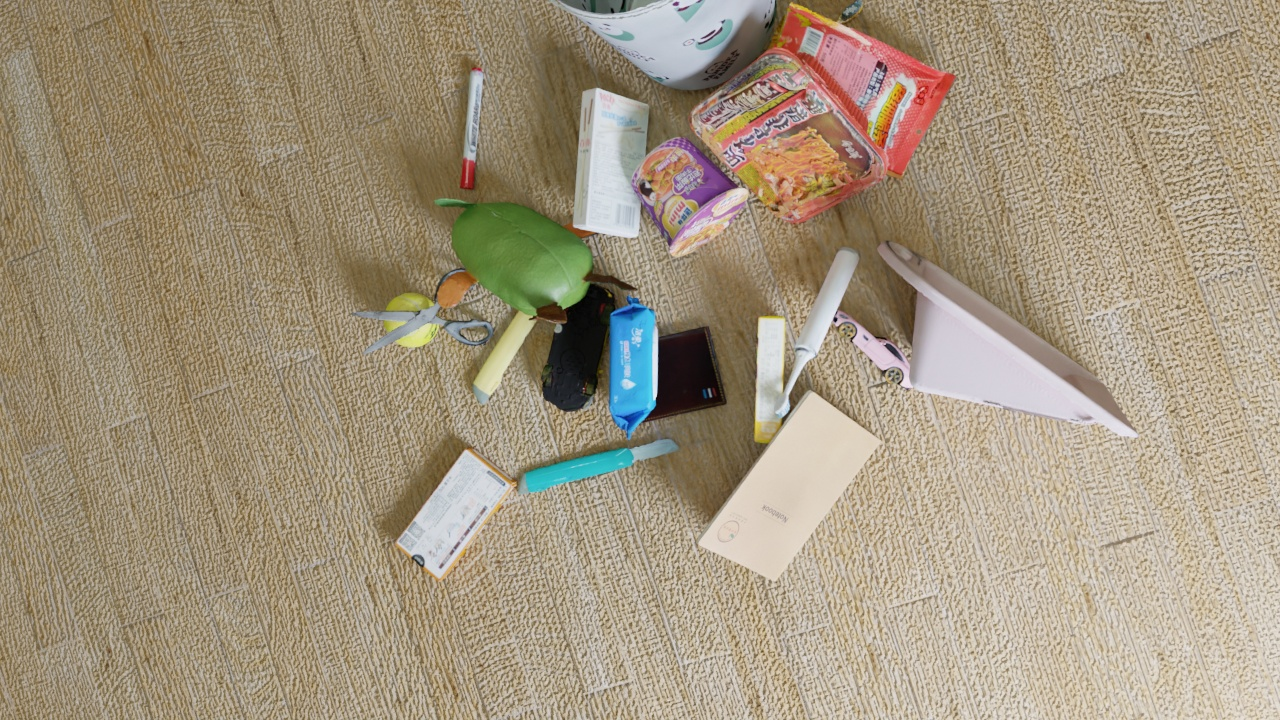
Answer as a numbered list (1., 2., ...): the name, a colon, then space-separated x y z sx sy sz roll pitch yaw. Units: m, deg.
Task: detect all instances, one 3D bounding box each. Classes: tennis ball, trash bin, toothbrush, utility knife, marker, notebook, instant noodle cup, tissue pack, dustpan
1. tennis ball: -0.275 -0.049 1.102 0.065 0.065 0.065 0 91 7
2. trash bin: 0.026 -0.409 0.944 0.230 0.251 0.229 -2 85 19
3. toothbrush: 0.193 -0.033 1.013 0.027 0.026 0.220 8 60 40
4. utility knife: -0.053 0.126 1.102 0.205 0.013 0.029 -15 87 10
5. utility knife: -0.156 -0.021 1.112 0.031 0.018 0.165 33 97 1
6. marker: -0.205 -0.281 1.112 0.017 0.017 0.145 6 92 7
7. notebook: 0.170 0.145 1.029 0.147 0.008 0.208 32 96 -37
8. instant noodle cup: 0.049 -0.190 1.040 0.111 0.111 0.099 -40 79 6
9. tissue pack: -0.006 0.006 1.035 0.052 0.095 0.157 1 93 4
10. instant noodle cup: 0.166 -0.248 0.994 0.189 0.165 0.078 42 56 -19
11. dustpan: 0.372 -0.036 0.941 0.274 0.222 0.139 10 104 14
12. toothbrush: 0.180 -0.351 1.059 0.191 0.018 0.016 -38 85 7

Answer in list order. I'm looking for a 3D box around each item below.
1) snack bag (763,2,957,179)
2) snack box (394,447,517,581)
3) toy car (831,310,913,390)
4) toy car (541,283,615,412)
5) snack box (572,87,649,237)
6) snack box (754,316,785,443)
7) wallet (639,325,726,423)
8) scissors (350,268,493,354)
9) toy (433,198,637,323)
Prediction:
1. snack bag: 0.232 -0.303 1.026 0.208 0.073 0.129 25 104 -5
2. snack box: -0.226 0.187 1.121 0.075 0.026 0.154 38 95 6
3. toy car: 0.265 -0.015 1.037 0.122 0.056 0.037 44 99 5
4. toy car: -0.075 -0.016 1.088 0.071 0.041 0.156 13 91 7
5. snack box: -0.033 -0.225 1.059 0.027 0.084 0.157 5 92 45
6. snack box: 0.145 0.020 1.037 0.034 0.087 0.140 0 92 7
7. wallet: 0.033 0.018 1.087 0.122 0.020 0.096 -13 90 10
8. scissors: -0.248 -0.051 1.074 0.159 0.014 0.174 35 59 -24
9. toy: -0.129 -0.113 1.042 0.247 0.226 0.090 38 141 31
